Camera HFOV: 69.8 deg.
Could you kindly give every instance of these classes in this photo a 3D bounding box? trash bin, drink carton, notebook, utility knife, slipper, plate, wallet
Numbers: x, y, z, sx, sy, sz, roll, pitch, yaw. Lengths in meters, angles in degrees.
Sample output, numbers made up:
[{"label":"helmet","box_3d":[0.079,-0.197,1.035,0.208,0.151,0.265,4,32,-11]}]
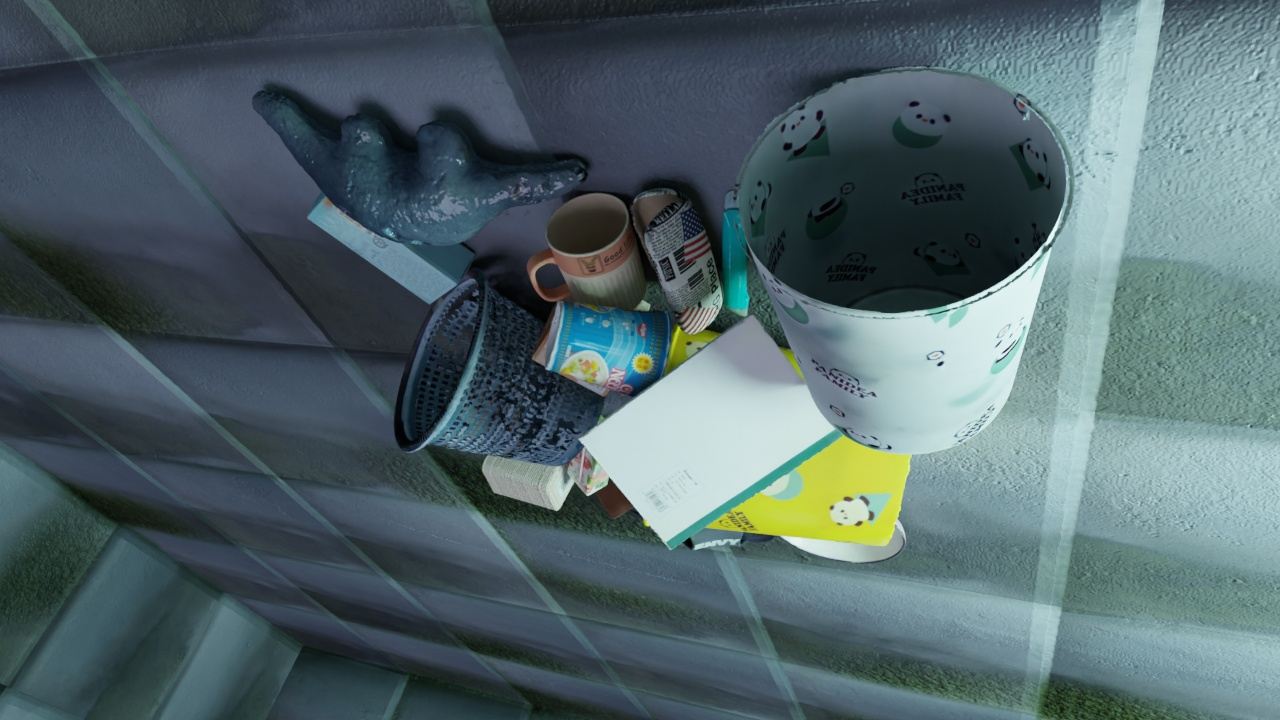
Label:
[{"label":"trash bin","box_3d":[-0.158,0.029,1.098,0.195,0.226,0.227,23,150,-29]},{"label":"drink carton","box_3d":[-0.068,0.135,1.301,0.053,0.045,0.123,44,144,23]},{"label":"trash bin","box_3d":[0.147,0.088,0.993,0.255,0.229,0.230,10,147,7]},{"label":"notebook","box_3d":[0.067,0.073,0.881,0.209,0.012,0.150,-36,101,13]},{"label":"trash bin","box_3d":[0.211,-0.060,0.738,0.230,0.229,0.252,6,151,22]},{"label":"utility knife","box_3d":[0.096,-0.104,0.916,0.029,0.013,0.175,9,143,13]},{"label":"slipper","box_3d":[0.074,0.247,1.391,0.268,0.083,0.111,12,149,16]},{"label":"plate","box_3d":[0.272,0.221,1.278,0.192,0.038,0.193,14,147,9]},{"label":"wallet","box_3d":[-0.035,0.173,1.355,0.101,0.032,0.125,54,143,2]}]

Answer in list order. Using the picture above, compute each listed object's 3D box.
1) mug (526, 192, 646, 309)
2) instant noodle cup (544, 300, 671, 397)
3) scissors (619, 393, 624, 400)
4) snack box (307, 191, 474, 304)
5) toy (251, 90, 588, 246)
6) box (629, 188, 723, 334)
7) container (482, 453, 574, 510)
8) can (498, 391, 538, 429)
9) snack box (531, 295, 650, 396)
[{"label":"mug","box_3d":[-0.055,-0.097,0.929,0.114,0.081,0.106,-24,143,-3]},{"label":"instant noodle cup","box_3d":[-0.036,-0.014,0.912,0.110,0.099,0.099,11,150,-11]},{"label":"scissors","box_3d":[-0.022,0.001,1.142,0.162,0.014,0.165,33,147,-22]},{"label":"snack box","box_3d":[-0.281,-0.140,1.037,0.175,0.051,0.074,38,145,-23]},{"label":"toy","box_3d":[-0.226,-0.182,0.923,0.356,0.091,0.138,12,119,11]},{"label":"box","box_3d":[0.042,-0.090,0.900,0.076,0.086,0.163,-9,138,12]},{"label":"container","box_3d":[-0.160,0.161,1.372,0.111,0.090,0.090,16,148,20]},{"label":"can","box_3d":[-0.138,0.081,1.265,0.075,0.075,0.111,38,144,-25]},{"label":"snack box","box_3d":[-0.053,-0.032,1.016,0.092,0.094,0.077,28,132,-11]}]
